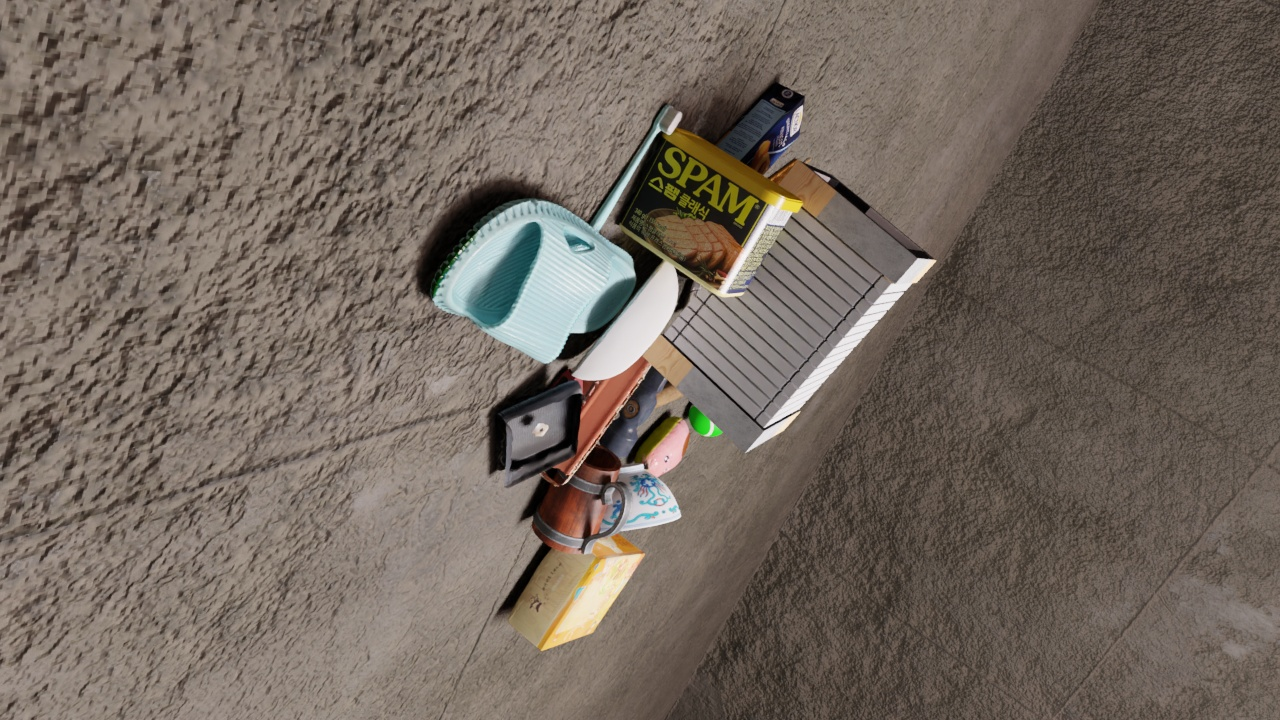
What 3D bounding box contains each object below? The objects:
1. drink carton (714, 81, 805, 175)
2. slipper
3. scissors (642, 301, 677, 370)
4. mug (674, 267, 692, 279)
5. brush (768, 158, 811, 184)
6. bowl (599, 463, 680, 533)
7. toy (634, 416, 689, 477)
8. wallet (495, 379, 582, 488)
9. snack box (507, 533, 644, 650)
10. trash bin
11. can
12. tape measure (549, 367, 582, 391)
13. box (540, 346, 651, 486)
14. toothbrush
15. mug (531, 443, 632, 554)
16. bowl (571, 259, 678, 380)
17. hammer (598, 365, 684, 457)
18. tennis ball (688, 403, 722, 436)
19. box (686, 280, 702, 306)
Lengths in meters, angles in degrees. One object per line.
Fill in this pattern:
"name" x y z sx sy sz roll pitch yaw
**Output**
"drink carton" 0.122 -0.231 0.979 0.129 0.040 0.064 -49 160 -21
"slipper" -0.063 -0.059 0.755 0.116 0.069 0.275 -55 159 10
"scissors" -0.002 0.006 1.098 0.198 0.015 0.180 -30 149 -50
"mug" 0.094 -0.130 0.978 0.116 0.080 0.107 -21 174 23
"brush" 0.189 -0.229 1.170 0.126 0.017 0.048 -40 155 -38
"bowl" -0.024 0.174 1.190 0.143 0.144 0.074 0 82 -67
"toy" 0.029 0.131 1.312 0.109 0.051 0.090 -36 151 -43
"wallet" -0.102 0.072 0.920 0.089 0.026 0.115 -23 147 -26
"snack box" -0.089 0.305 1.267 0.145 0.080 0.195 -56 161 2
"trash bin" 0.152 -0.053 0.935 0.247 0.142 0.142 -52 165 20
"can" 0.062 -0.136 0.848 0.104 0.135 0.075 -60 160 19
"tape measure" -0.084 0.039 0.953 0.051 0.019 0.059 -41 156 -28
"box" -0.051 0.054 1.006 0.187 0.057 0.067 -54 -168 0
"toothbrush" -0.019 -0.148 0.815 0.181 0.016 0.016 -56 158 4
"mug" -0.062 0.168 1.070 0.081 0.117 0.111 2 118 -46
"bowl" -0.006 -0.031 0.908 0.149 0.043 0.149 -50 -176 4
"hammer" 0.051 0.036 1.222 0.129 0.040 0.321 -60 164 18
"tennis ball" 0.106 0.083 1.397 0.065 0.065 0.065 -47 158 -25
"box" 0.138 -0.067 1.053 0.080 0.180 0.144 -37 147 -54
